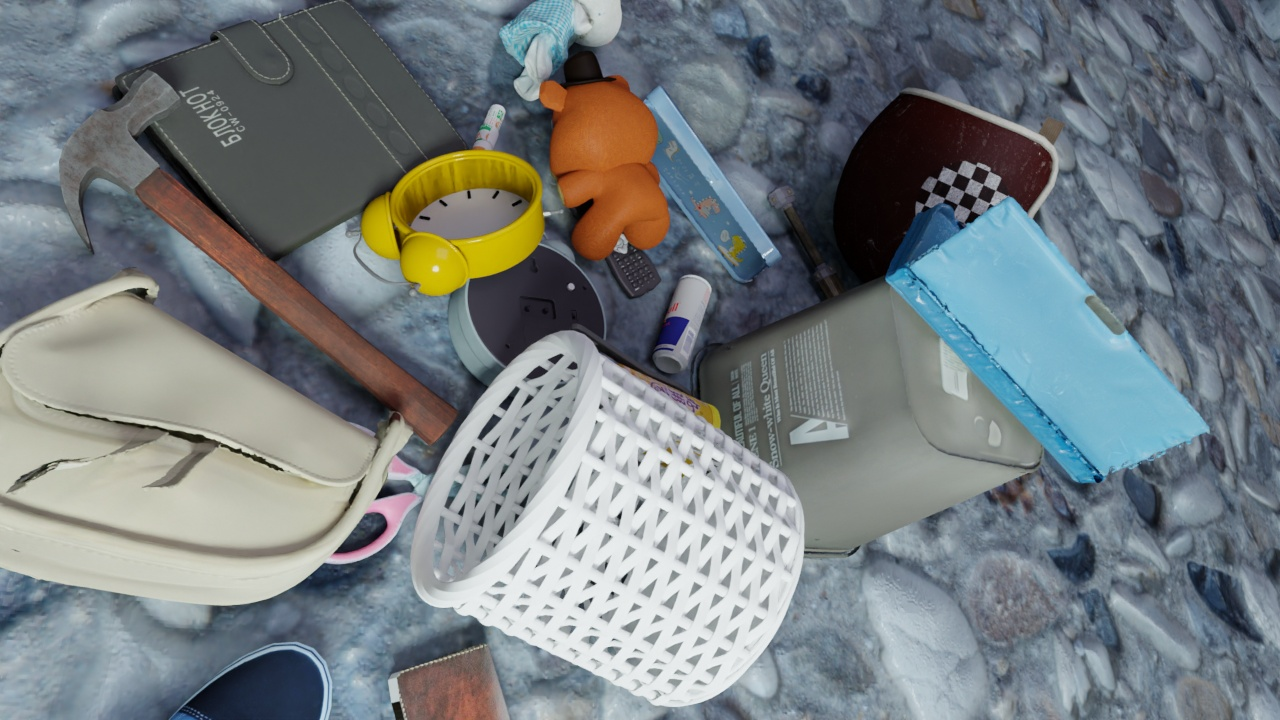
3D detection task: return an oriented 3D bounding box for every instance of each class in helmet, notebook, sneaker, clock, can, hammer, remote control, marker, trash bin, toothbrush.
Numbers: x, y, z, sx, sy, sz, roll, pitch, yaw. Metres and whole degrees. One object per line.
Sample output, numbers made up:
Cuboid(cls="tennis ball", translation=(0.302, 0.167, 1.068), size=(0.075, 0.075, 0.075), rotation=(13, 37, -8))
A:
Cuboid(cls="helmet", translation=(0.327, -0.173, 0.959), size=(0.234, 0.254, 0.233), rotation=(23, 14, -7))
Cuboid(cls="notebook", translation=(-0.254, -0.183, 0.694), size=(0.169, 0.030, 0.208), rotation=(51, 48, -6))
Cuboid(cls="sneaker", translation=(-0.239, 0.242, 0.458), size=(0.083, 0.099, 0.240), rotation=(48, 50, -7))
Cuboid(cls="clock", translation=(-0.092, -0.043, 0.732), size=(0.122, 0.045, 0.159), rotation=(6, 65, -33))
Cuboid(cls="can", translation=(0.007, 0.049, 0.742), size=(0.105, 0.068, 0.067), rotation=(25, 57, -24))
Cuboid(cls="hammer", translation=(0.222, -0.046, 0.967), size=(0.146, 0.028, 0.317), rotation=(-25, 85, -46))
Cuboid(cls="hammer", translation=(-0.246, -0.048, 0.619), size=(0.300, 0.028, 0.110), rotation=(43, 68, -14))
Cuboid(cls="remote control", translation=(-0.027, -0.114, 0.833), size=(0.046, 0.009, 0.124), rotation=(-34, 90, -40))
Cuboid(cls="marker", translation=(-0.140, -0.160, 0.770), size=(0.017, 0.017, 0.145), rotation=(28, 56, -22))
Cuboid(cls="can", translation=(0.037, -0.033, 0.825), size=(0.032, 0.032, 0.095), rotation=(33, 54, -19))
Cuboid(cls="trash bin", translation=(0.188, 0.046, 0.772), size=(0.197, 0.221, 0.197), rotation=(12, 63, -31))
Cuboid(cls="clock", translation=(-0.140, -0.103, 0.688), size=(0.151, 0.052, 0.113), rotation=(-34, 54, -25))
Cuboid(cls="toothbrush", translation=(-0.004, 0.004, 0.753), size=(0.167, 0.013, 0.013), rotation=(34, 56, -48))

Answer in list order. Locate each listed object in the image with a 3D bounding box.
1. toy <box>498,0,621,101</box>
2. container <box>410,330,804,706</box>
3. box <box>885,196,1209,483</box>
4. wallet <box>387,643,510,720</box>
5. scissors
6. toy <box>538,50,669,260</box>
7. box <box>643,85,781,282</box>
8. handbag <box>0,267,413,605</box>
Cuboid(cls="toy", translation=(-0.059, -0.323, 0.859), size=(0.105, 0.131, 0.205), rotation=(36, 62, -42))
Cuboid(cls="container", translation=(-0.022, 0.107, 0.610), size=(0.186, 0.190, 0.188), rotation=(34, 53, -25))
Cuboid(cls="box", translation=(0.301, -0.025, 0.667), size=(0.231, 0.110, 0.094), rotation=(45, 52, -10))
Cuboid(cls="wallet", translation=(-0.114, 0.253, 0.593), size=(0.072, 0.020, 0.123), rotation=(-9, 75, -38))
Cuboid(cls="scissors", translation=(-0.161, 0.073, 0.649), size=(0.178, 0.016, 0.108), rotation=(-13, 77, -38))
Cuboid(cls="toy", translation=(-0.029, -0.179, 0.796), size=(0.112, 0.096, 0.176), rotation=(-16, 105, -39))
Cuboid(cls="box", translation=(0.057, -0.170, 0.912), size=(0.210, 0.064, 0.069), rotation=(55, 14, -4))
Cuboid(cls="handbag", translation=(-0.257, 0.043, 0.516), size=(0.229, 0.132, 0.183), rotation=(34, 50, -16))
